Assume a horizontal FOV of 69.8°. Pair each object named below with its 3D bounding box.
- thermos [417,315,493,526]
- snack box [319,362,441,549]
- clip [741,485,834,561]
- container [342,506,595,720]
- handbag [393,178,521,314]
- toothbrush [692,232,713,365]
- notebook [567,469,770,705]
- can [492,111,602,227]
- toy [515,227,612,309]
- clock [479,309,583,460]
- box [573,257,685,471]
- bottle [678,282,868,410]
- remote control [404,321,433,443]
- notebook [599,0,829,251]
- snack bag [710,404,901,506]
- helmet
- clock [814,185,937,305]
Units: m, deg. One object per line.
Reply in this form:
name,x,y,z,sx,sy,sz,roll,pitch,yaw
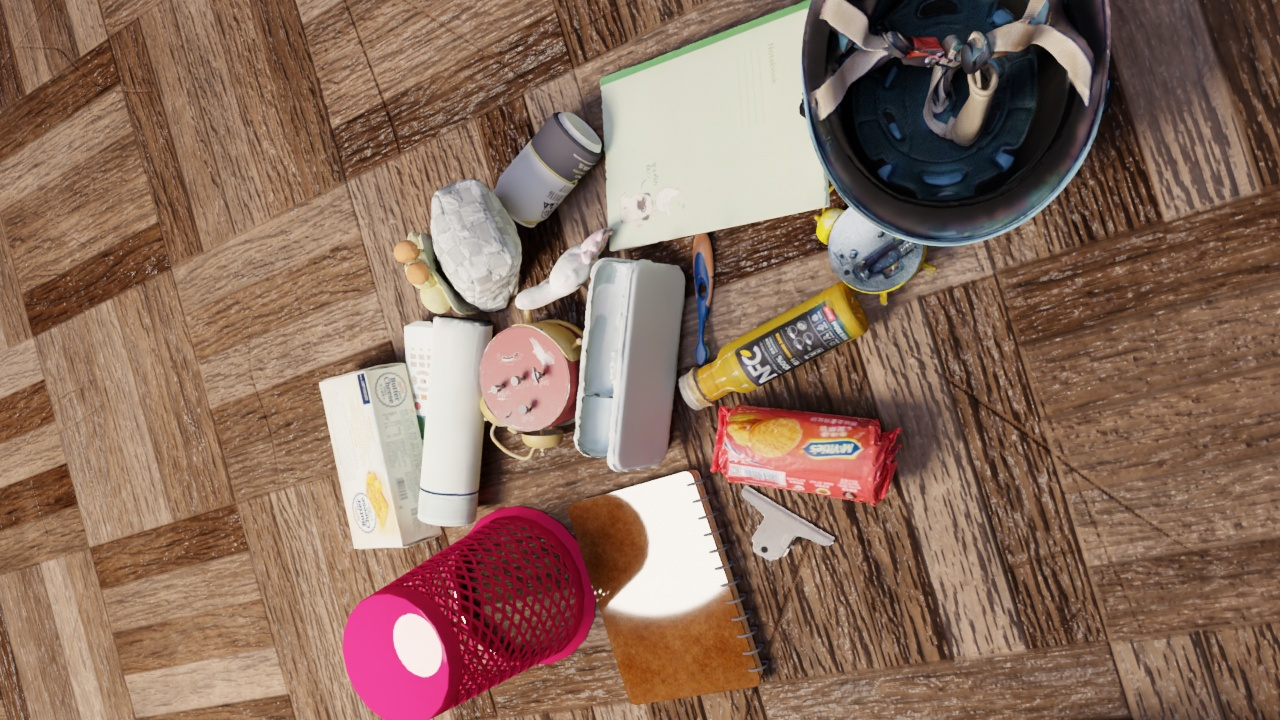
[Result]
thermos,-0.206,0.067,1.022,0.068,0.067,0.230,7,94,25
snack box,-0.306,0.113,1.075,0.104,0.057,0.208,-12,90,41
clip,0.133,0.171,0.899,0.102,0.038,0.054,29,94,21
container,-0.180,0.268,0.949,0.183,0.225,0.183,3,96,25
handbag,-0.187,-0.111,0.943,0.123,0.172,0.112,-21,85,-12
toothbrush,0.063,-0.062,0.917,0.022,0.017,0.135,1,93,22
notebook,0.028,0.238,0.958,0.168,0.024,0.225,-20,87,27
can,-0.100,-0.193,0.952,0.128,0.064,0.064,-44,77,23
toy,-0.072,-0.093,0.946,0.126,0.075,0.037,-37,98,23
clock,-0.118,0.032,0.975,0.117,0.081,0.159,29,107,20
box,0.000,0.005,0.893,0.107,0.110,0.216,3,100,-11
bottle,0.121,-0.008,0.871,0.186,0.053,0.053,-29,82,25
remote control,-0.244,0.025,1.065,0.050,0.024,0.143,4,102,29
notebook,0.060,-0.211,0.864,0.253,0.010,0.182,-5,87,41
snack bag,0.152,0.087,0.858,0.177,0.082,0.082,6,98,26
helmet,0.244,-0.213,0.724,0.226,0.166,0.265,2,86,16
clock,0.206,-0.112,0.818,0.083,0.057,0.118,-36,80,25
